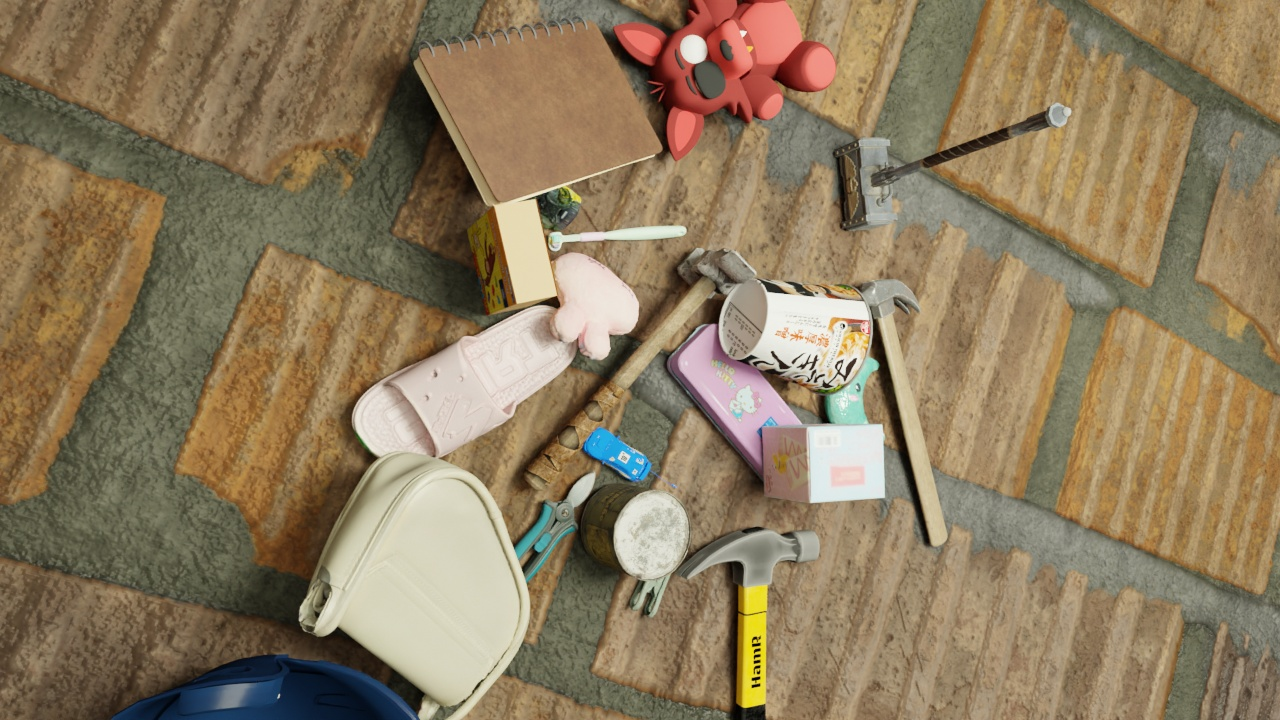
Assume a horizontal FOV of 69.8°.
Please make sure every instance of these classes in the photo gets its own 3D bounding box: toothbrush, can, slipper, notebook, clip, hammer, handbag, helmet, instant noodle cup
[{"bbox_3d":[-0.022,-0.133,0.973,0.154,0.015,0.022,-8,129,-20],"label":"toothbrush"},{"bbox_3d":[-0.006,0.172,0.933,0.089,0.075,0.090,0,89,-30],"label":"can"},{"bbox_3d":[-0.160,0.023,0.891,0.238,0.064,0.094,-32,99,-20],"label":"slipper"},{"bbox_3d":[-0.095,-0.251,0.898,0.224,0.024,0.167,-28,90,-40],"label":"notebook"},{"bbox_3d":[0.015,0.233,0.973,0.044,0.023,0.076,29,77,-16],"label":"clip"},{"bbox_3d":[0.117,0.344,0.999,0.169,0.034,0.324,0,91,-27],"label":"hammer"},{"bbox_3d":[-0.006,0.005,0.938,0.049,0.121,0.318,43,83,-14],"label":"hammer"},{"bbox_3d":[-0.206,0.203,0.836,0.183,0.132,0.229,-52,129,-26],"label":"handbag"},{"bbox_3d":[-0.286,0.359,0.741,0.272,0.223,0.232,2,75,9],"label":"helmet"},{"bbox_3d":[0.317,0.063,1.080,0.119,0.031,0.331,-22,99,-38],"label":"hammer"},{"bbox_3d":[0.157,-0.033,0.971,0.121,0.124,0.123,11,84,-29],"label":"instant noodle cup"},{"bbox_3d":[0.309,-0.208,0.937,0.044,0.323,0.098,-6,90,-21],"label":"hammer"}]

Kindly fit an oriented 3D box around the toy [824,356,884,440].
[{"bbox_3d":[0.250,0.047,1.064,0.085,0.033,0.105,1,87,-32],"label":"toy"}]

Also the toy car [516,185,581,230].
[{"bbox_3d":[-0.110,-0.174,0.926,0.105,0.048,0.033,28,46,-19],"label":"toy car"}]

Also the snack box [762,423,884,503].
[{"bbox_3d":[0.191,0.107,0.968,0.093,0.095,0.079,0,88,-23],"label":"snack box"}]

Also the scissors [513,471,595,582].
[{"bbox_3d":[-0.099,0.170,0.931,0.137,0.019,0.136,3,93,-28],"label":"scissors"}]

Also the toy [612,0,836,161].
[{"bbox_3d":[0.091,-0.324,0.975,0.197,0.120,0.158,-28,101,-11],"label":"toy"}]

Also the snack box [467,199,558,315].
[{"bbox_3d":[-0.124,-0.095,0.874,0.040,0.126,0.088,-14,93,-21],"label":"snack box"}]

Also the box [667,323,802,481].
[{"bbox_3d":[0.118,0.056,1.012,0.076,0.033,0.214,-45,103,-18],"label":"box"}]

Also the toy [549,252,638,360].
[{"bbox_3d":[-0.052,-0.052,0.928,0.108,0.053,0.104,35,53,-26],"label":"toy"}]

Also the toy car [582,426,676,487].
[{"bbox_3d":[-0.010,0.103,0.945,0.092,0.062,0.033,35,77,-16],"label":"toy car"}]
